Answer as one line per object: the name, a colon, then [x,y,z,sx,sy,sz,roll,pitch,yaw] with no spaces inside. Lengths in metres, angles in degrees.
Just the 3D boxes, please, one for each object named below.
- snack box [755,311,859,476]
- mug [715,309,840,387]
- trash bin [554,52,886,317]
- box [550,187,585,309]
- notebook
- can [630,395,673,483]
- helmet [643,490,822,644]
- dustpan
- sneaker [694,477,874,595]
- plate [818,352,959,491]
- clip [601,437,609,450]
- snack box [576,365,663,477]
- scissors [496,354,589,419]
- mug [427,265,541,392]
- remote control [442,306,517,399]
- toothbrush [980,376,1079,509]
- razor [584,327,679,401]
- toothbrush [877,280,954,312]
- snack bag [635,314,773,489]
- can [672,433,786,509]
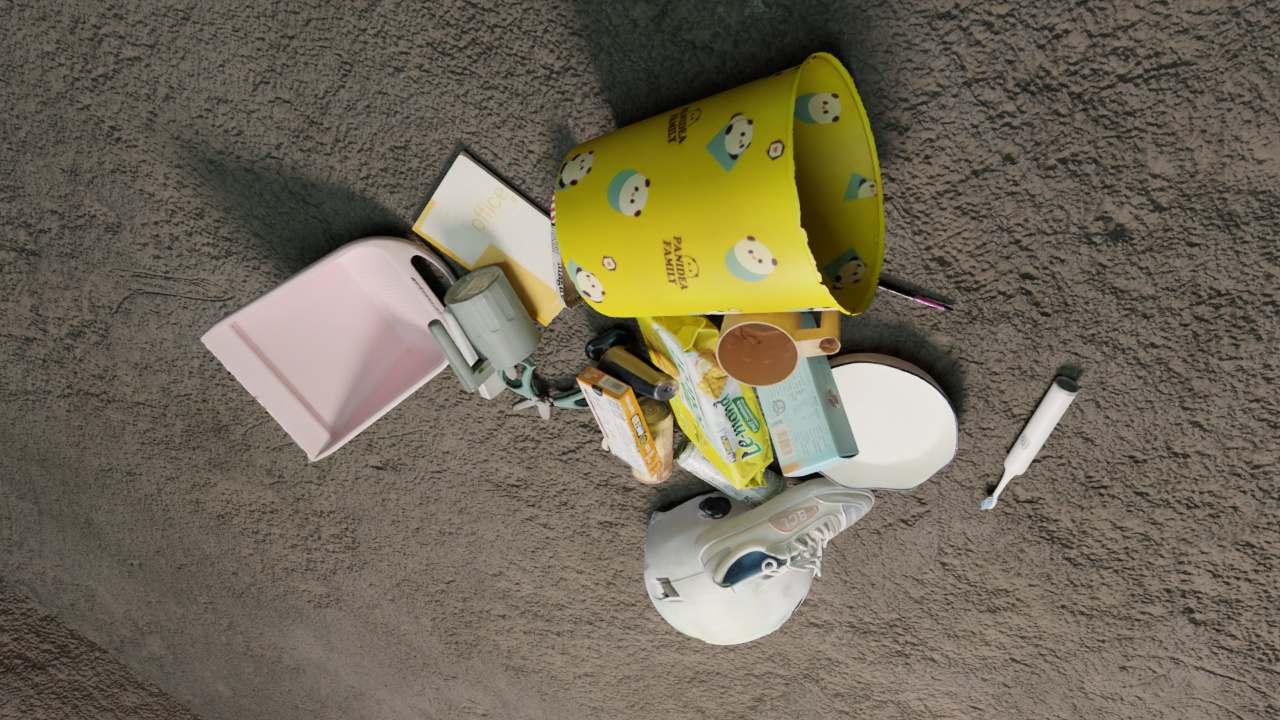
snack box: [0.177,0.037,1.028,0.074,0.051,0.174,-26,74,37]
mug: [0.145,-0.040,0.947,0.125,0.103,0.084,-9,126,20]
trash bin: [0.073,-0.143,0.872,0.256,0.228,0.230,-6,127,32]
box: [-0.066,-0.130,1.021,0.087,0.076,0.163,-9,126,-10]
notebook: [-0.160,-0.140,1.100,0.206,0.010,0.146,37,133,-13]
can: [0.014,0.106,1.214,0.058,0.058,0.116,10,132,13]
helmet: [0.118,0.311,1.293,0.259,0.145,0.229,-9,126,27]
dustpan: [-0.362,-0.029,1.148,0.139,0.272,0.222,6,140,50]
sneaker: [0.193,0.226,1.163,0.242,0.090,0.089,-22,132,-2]
plate: [0.274,0.071,1.093,0.205,0.045,0.205,11,131,12]
clip: [-0.031,0.095,1.229,0.034,0.066,0.099,17,144,7]
snack box: [-0.024,0.077,1.125,0.075,0.026,0.154,27,152,39]
scissors: [-0.106,0.038,1.209,0.181,0.019,0.170,1,148,6]
mug: [-0.192,-0.040,1.114,0.084,0.123,0.103,7,134,43]
remote control: [-0.207,-0.022,1.191,0.021,0.058,0.150,16,137,39]
toothbrush: [0.446,0.105,1.067,0.026,0.026,0.222,-6,136,-18]
razor: [-0.006,0.006,1.089,0.062,0.167,0.067,22,95,-34]
toothbrush: [0.248,-0.087,0.986,0.189,0.014,0.018,19,121,4]
snack bag: [0.074,0.023,1.068,0.068,0.158,0.247,-30,124,-10]
can: [0.118,0.145,1.208,0.146,0.058,0.058,32,133,-8]
